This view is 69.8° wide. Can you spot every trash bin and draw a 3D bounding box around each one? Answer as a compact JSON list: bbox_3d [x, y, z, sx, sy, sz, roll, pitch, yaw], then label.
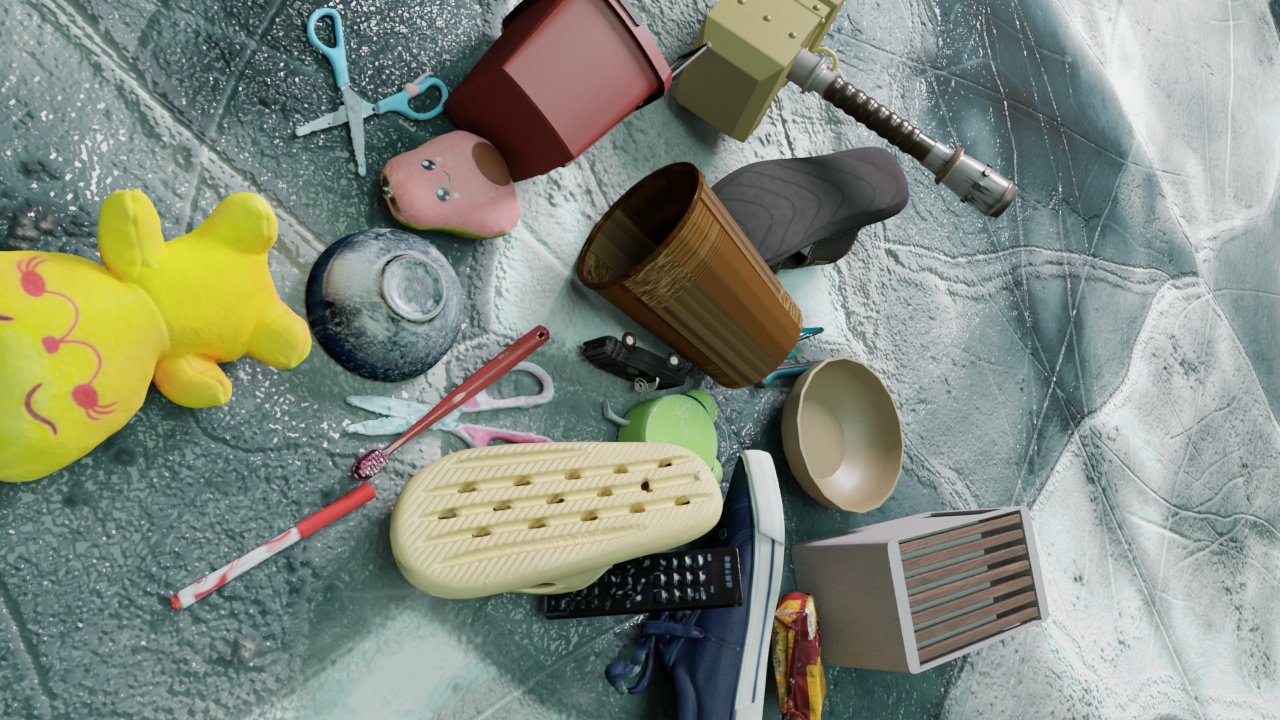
[{"bbox_3d":[0.275,0.217,0.895,0.228,0.115,0.114,-3,81,-37],"label":"trash bin"}]

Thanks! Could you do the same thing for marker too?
[{"bbox_3d":[-0.235,0.119,0.598,0.141,0.013,0.013,-31,99,-37],"label":"marker"}]

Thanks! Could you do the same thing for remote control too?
[{"bbox_3d":[0.002,0.172,0.701,0.150,0.022,0.047,-5,54,5],"label":"remote control"}]

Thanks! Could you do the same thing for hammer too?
[{"bbox_3d":[0.216,-0.240,0.883,0.325,0.101,0.189,35,57,3],"label":"hammer"}]

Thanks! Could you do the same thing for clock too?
[{"bbox_3d":[0.029,0.072,0.790,0.119,0.043,0.094,1,80,-37],"label":"clock"}]

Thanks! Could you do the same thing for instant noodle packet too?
[{"bbox_3d":[0.138,0.255,0.793,0.135,0.040,0.098,23,57,-76],"label":"instant noodle packet"}]

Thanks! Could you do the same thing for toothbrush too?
[{"bbox_3d":[-0.134,0.027,0.677,0.189,0.017,0.016,-41,101,-34],"label":"toothbrush"}]

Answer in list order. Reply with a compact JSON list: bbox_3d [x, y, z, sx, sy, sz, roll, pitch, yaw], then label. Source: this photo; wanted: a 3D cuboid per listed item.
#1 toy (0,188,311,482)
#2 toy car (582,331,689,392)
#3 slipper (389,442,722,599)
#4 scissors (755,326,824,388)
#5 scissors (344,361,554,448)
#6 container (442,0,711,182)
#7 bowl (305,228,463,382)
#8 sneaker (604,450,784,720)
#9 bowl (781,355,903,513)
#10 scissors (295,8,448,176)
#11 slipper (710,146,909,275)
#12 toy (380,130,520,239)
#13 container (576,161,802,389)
[{"bbox_3d":[-0.303,-0.027,0.536,0.193,0.088,0.134,-30,115,-34],"label":"toy"},{"bbox_3d":[-0.005,0.004,0.779,0.092,0.040,0.037,24,67,-33],"label":"toy car"},{"bbox_3d":[-0.061,0.119,0.686,0.261,0.079,0.111,-5,57,-29],"label":"slipper"},{"bbox_3d":[0.132,-0.007,0.900,0.127,0.019,0.141,39,64,-21],"label":"scissors"},{"bbox_3d":[-0.140,0.030,0.692,0.178,0.016,0.103,15,72,-30],"label":"scissors"},{"bbox_3d":[-0.044,-0.244,0.741,0.127,0.148,0.200,50,64,-23],"label":"container"},{"bbox_3d":[-0.173,-0.046,0.653,0.114,0.061,0.114,10,73,-34],"label":"bowl"},{"bbox_3d":[0.045,0.207,0.752,0.127,0.121,0.294,12,69,1],"label":"sneaker"},{"bbox_3d":[0.190,0.075,0.904,0.152,0.051,0.152,9,74,-35],"label":"bowl"},{"bbox_3d":[-0.212,-0.210,0.692,0.134,0.015,0.133,-39,102,-42],"label":"scissors"},{"bbox_3d":[0.154,-0.145,0.918,0.267,0.076,0.113,-23,85,-24],"label":"slipper"},{"bbox_3d":[-0.145,-0.129,0.698,0.109,0.051,0.090,-23,92,-37],"label":"toy"},{"bbox_3d":[0.051,-0.064,0.789,0.167,0.132,0.132,42,58,-29],"label":"container"}]
